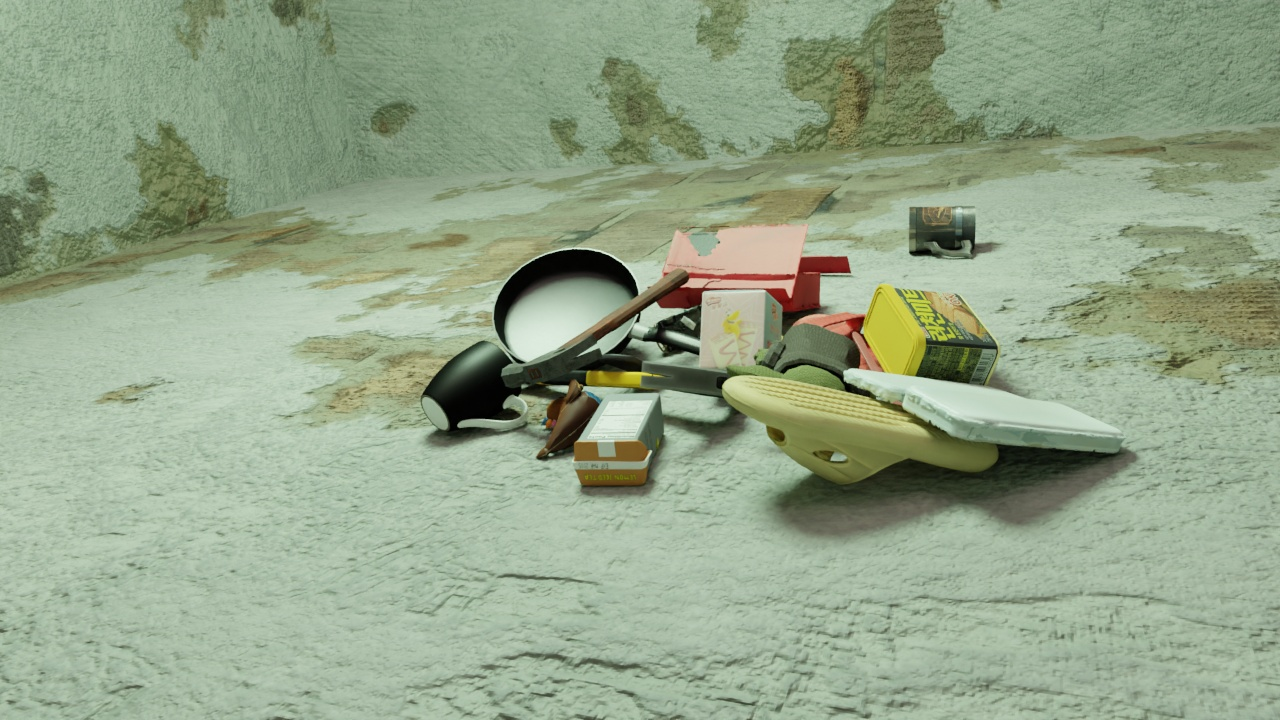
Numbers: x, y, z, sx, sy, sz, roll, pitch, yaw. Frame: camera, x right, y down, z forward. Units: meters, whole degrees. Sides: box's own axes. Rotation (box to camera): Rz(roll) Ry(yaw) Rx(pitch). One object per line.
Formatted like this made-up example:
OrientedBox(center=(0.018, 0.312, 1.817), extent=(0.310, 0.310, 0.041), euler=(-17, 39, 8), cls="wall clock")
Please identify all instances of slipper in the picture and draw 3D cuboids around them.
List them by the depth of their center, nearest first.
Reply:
OrientedBox(center=(0.198, 0.078, 0.843), extent=(0.261, 0.079, 0.111), euler=(11, 11, -7), cls="slipper")
OrientedBox(center=(0.255, -0.025, 1.136), extent=(0.103, 0.059, 0.248), euler=(-10, 21, -11), cls="slipper")

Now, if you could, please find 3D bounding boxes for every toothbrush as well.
OrientedBox(center=(0.263, 0.016, 1.018), extent=(0.015, 0.016, 0.184), euler=(-4, 32, -4), cls="toothbrush")

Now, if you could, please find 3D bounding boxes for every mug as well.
OrientedBox(center=(-0.192, 0.046, 1.079), extent=(0.119, 0.085, 0.100), euler=(37, 53, 21), cls="mug")
OrientedBox(center=(0.517, -0.214, 1.575), extent=(0.107, 0.080, 0.115), euler=(0, 49, 17), cls="mug")

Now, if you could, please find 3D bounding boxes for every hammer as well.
OrientedBox(center=(-0.035, 0.022, 1.082), extent=(0.325, 0.034, 0.169), euler=(1, -6, 40), cls="hammer")
OrientedBox(center=(-0.032, -0.049, 1.123), extent=(0.111, 0.028, 0.299), euler=(-12, 17, 43), cls="hammer")

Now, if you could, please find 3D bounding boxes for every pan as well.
OrientedBox(center=(-0.031, -0.044, 1.224), extent=(0.356, 0.044, 0.203), euler=(18, 61, 21), cls="pan")

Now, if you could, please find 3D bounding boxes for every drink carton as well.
OrientedBox(center=(-0.019, 0.080, 0.946), extent=(0.076, 0.048, 0.124), euler=(-2, 20, 13), cls="drink carton")

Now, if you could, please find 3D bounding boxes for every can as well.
OrientedBox(center=(0.325, -0.024, 1.030), extent=(0.101, 0.073, 0.130), euler=(4, 34, -11), cls="can")

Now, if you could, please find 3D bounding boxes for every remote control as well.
OrientedBox(center=(-0.007, 0.007, 1.113), extent=(0.046, 0.009, 0.124), euler=(1, -11, 27), cls="remote control")

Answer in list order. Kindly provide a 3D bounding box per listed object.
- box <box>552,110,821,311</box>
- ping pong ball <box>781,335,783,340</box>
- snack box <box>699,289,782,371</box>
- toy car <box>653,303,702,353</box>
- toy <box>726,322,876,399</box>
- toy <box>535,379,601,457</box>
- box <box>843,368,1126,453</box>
OrientedBox(center=(0.080, -0.156, 1.223), extent=(0.215, 0.138, 0.467), euler=(4, -11, 29), cls="box")
OrientedBox(center=(0.166, -0.019, 1.175), extent=(0.040, 0.040, 0.040), euler=(-6, 19, 2), cls="ping pong ball")
OrientedBox(center=(0.120, -0.029, 1.091), extent=(0.080, 0.094, 0.093), euler=(1, -7, 21), cls="snack box")
OrientedBox(center=(0.059, -0.045, 1.277), extent=(0.111, 0.047, 0.047), euler=(-22, 6, -27), cls="toy car")
OrientedBox(center=(0.187, 0.023, 0.987), extent=(0.179, 0.078, 0.152), euler=(20, 30, 7), cls="toy")
OrientedBox(center=(-0.089, 0.071, 1.020), extent=(0.102, 0.070, 0.090), euler=(-43, 21, -23), cls="toy")
OrientedBox(center=(0.325, 0.042, 0.878), extent=(0.208, 0.038, 0.190), euler=(7, 14, -22), cls="box")
